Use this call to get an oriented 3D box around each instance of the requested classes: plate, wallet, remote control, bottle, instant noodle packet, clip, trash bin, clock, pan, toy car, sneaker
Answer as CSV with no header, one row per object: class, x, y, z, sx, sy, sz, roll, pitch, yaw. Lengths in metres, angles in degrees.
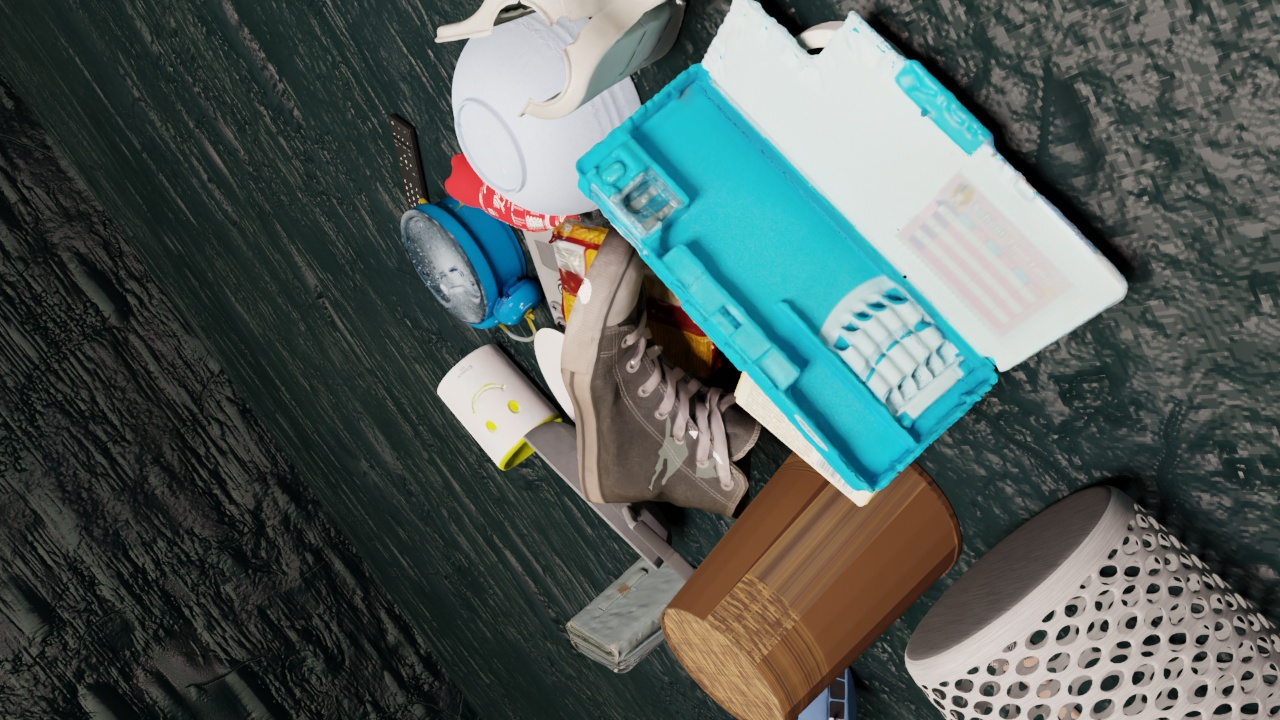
plate,-0.046,0.026,0.806,0.134,0.011,0.135,41,153,26
wallet,-0.003,0.252,0.927,0.101,0.131,0.054,-1,119,55
remote control,-0.053,-0.048,0.763,0.074,0.019,0.151,23,141,42
bottle,-0.098,-0.127,0.713,0.142,0.041,0.042,28,144,36
remote control,-0.215,-0.168,0.869,0.030,0.009,0.140,37,149,24
instant noodle packet,-0.003,-0.045,0.647,0.135,0.039,0.099,18,138,18
clip,-0.009,-0.169,0.464,0.152,0.126,0.105,1,121,26
trash bin,0.245,0.174,0.452,0.183,0.156,0.157,48,152,12
clock,-0.148,-0.080,0.826,0.117,0.060,0.161,0,125,54
pan,-0.012,0.124,0.781,0.178,0.041,0.357,46,172,-12
toy car,0.154,0.311,0.773,0.055,0.153,0.056,-8,114,16
sneaker,0.019,0.017,0.599,0.120,0.095,0.235,8,130,13

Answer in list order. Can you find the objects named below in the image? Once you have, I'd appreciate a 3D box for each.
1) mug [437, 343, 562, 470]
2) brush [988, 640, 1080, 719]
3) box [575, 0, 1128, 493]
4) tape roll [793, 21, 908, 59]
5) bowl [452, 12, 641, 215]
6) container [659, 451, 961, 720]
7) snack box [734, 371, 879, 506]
mug,-0.144,0.047,0.943,0.106,0.082,0.083,48,152,9
brush,0.258,0.212,0.620,0.135,0.015,0.050,47,151,8
box,0.095,-0.067,0.460,0.227,0.084,0.172,48,116,6
tape roll,0.102,-0.121,0.458,0.093,0.013,0.093,36,149,26
bowl,-0.074,-0.156,0.610,0.150,0.074,0.151,36,149,26
container,0.106,0.144,0.601,0.132,0.166,0.132,36,148,26
snack box,0.119,0.018,0.546,0.106,0.061,0.084,41,149,19
